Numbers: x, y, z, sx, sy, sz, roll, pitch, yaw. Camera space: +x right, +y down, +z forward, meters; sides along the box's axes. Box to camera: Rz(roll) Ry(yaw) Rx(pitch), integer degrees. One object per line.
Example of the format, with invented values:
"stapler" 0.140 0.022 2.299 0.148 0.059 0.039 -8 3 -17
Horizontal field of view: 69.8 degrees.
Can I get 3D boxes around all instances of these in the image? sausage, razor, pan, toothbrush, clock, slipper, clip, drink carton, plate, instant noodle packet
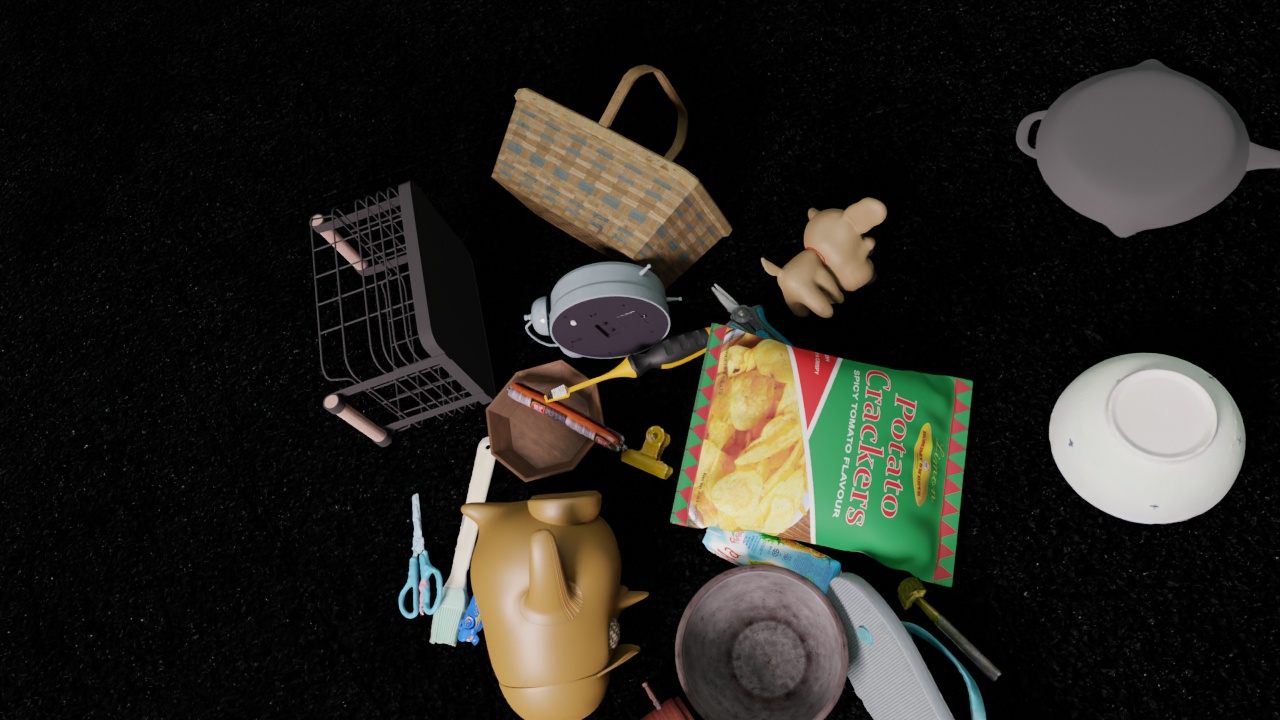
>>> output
"sausage" -0.077 0.056 0.933 0.155 0.020 0.020 25 75 24
"razor" 0.263 0.230 0.777 0.106 0.042 0.026 44 95 4
"pan" 0.561 -0.210 0.902 0.355 0.024 0.216 12 71 20
"toothbrush" -0.006 0.006 0.944 0.196 0.031 0.031 -21 66 -8
"clock" 0.040 0.350 0.749 0.072 0.121 0.157 -34 54 -10
"slipper" 0.240 0.293 0.745 0.054 0.098 0.268 -15 60 -29
"clip" 0.010 0.088 0.918 0.053 0.039 0.047 21 81 24
"drink carton" 0.119 0.179 0.842 0.129 0.044 0.038 20 73 21
"plate" -0.097 0.065 0.962 0.131 0.025 0.131 -6 66 13
"instant noodle packet" 0.170 0.081 0.838 0.253 0.090 0.195 13 71 2
"clock" -0.043 -0.046 0.945 0.160 0.122 0.045 -17 58 23

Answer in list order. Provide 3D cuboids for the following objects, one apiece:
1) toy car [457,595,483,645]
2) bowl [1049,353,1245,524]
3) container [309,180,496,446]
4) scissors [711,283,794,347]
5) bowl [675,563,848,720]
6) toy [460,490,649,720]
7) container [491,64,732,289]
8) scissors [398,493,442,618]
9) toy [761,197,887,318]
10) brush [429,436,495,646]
"toy car" -0.142 0.255 0.894 0.062 0.033 0.091 26 63 -10
"bowl" 0.441 0.058 0.791 0.153 0.073 0.153 -6 65 12
"container" -0.258 -0.051 0.977 0.130 0.163 0.241 -19 62 7
"scissors" 0.126 -0.029 0.946 0.137 0.019 0.129 8 60 11
"bowl" 0.108 0.256 0.798 0.145 0.067 0.144 -6 66 13
"toy" -0.072 0.223 0.826 0.162 0.199 0.203 -4 84 -5
"container" -0.017 -0.216 0.995 0.250 0.157 0.186 33 89 25
"scissors" -0.230 0.200 0.947 0.063 0.015 0.138 -32 49 25
"toy" 0.186 -0.100 0.923 0.106 0.134 0.108 44 80 -16
"brush" -0.178 0.181 0.943 0.033 0.012 0.217 2 66 17
